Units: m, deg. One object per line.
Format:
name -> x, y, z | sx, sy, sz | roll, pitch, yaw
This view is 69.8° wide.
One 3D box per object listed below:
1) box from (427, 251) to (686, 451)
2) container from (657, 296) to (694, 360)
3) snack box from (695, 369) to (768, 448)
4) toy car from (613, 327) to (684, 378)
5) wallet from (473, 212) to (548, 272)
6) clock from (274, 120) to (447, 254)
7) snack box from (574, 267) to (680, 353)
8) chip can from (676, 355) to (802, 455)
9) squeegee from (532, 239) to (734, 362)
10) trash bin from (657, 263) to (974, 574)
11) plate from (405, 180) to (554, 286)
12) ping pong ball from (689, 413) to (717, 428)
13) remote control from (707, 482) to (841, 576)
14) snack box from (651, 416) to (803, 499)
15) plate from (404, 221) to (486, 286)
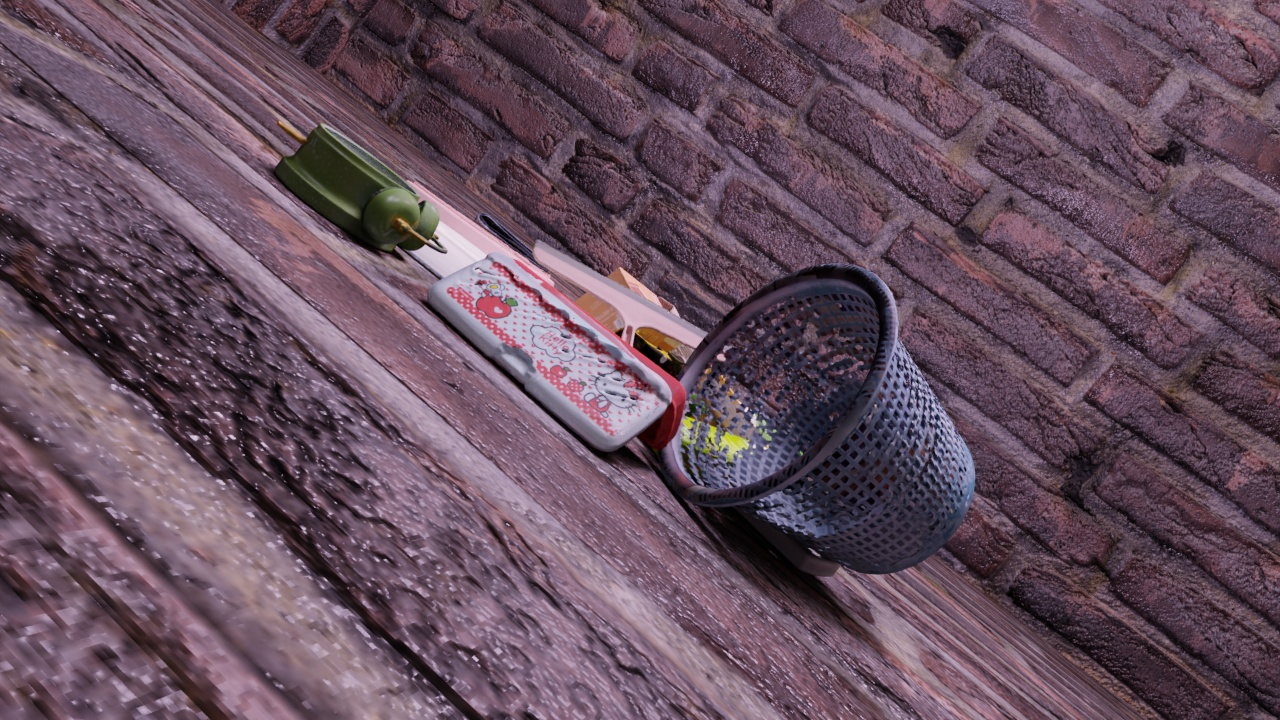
box -> -0.069, 0.005, 0.718 | 0.201, 0.100, 0.102 | 38, -34, 20
container -> 0.026, -0.009, 1.210 | 0.111, 0.090, 0.090 | 56, -4, -20
snack box -> 0.103, 0.065, 1.048 | 0.140, 0.033, 0.087 | 58, -2, -12
toy car -> -0.006, 0.006, 1.012 | 0.041, 0.071, 0.155 | 42, 7, 33
wallet -> -0.187, -0.147, 1.264 | 0.121, 0.019, 0.097 | 39, -25, -11
clock -> -0.232, -0.139, 0.784 | 0.161, 0.056, 0.116 | 38, 5, 1
snack box -> -0.023, -0.037, 1.060 | 0.094, 0.093, 0.077 | 32, 26, -56
chip can -> 0.111, 0.083, 1.161 | 0.236, 0.072, 0.072 | 35, 5, -29
squeegee -> -0.012, 0.002, 0.873 | 0.247, 0.040, 0.249 | 29, 25, -14
trash bin -> 0.160, 0.068, 0.752 | 0.195, 0.226, 0.226 | 41, 2, -27
plate -> -0.197, -0.148, 1.116 | 0.229, 0.028, 0.229 | 35, 2, -2
ping pong ball -> 0.068, 0.080, 1.039 | 0.040, 0.040, 0.040 | 37, 4, -3
remote control -> 0.117, 0.145, 0.842 | 0.058, 0.021, 0.150 | 22, 13, -44
snack box -> 0.075, 0.089, 0.854 | 0.156, 0.026, 0.085 | 22, 13, -26
plate -> -0.153, -0.078, 0.936 | 0.266, 0.034, 0.162 | 38, 4, 5
